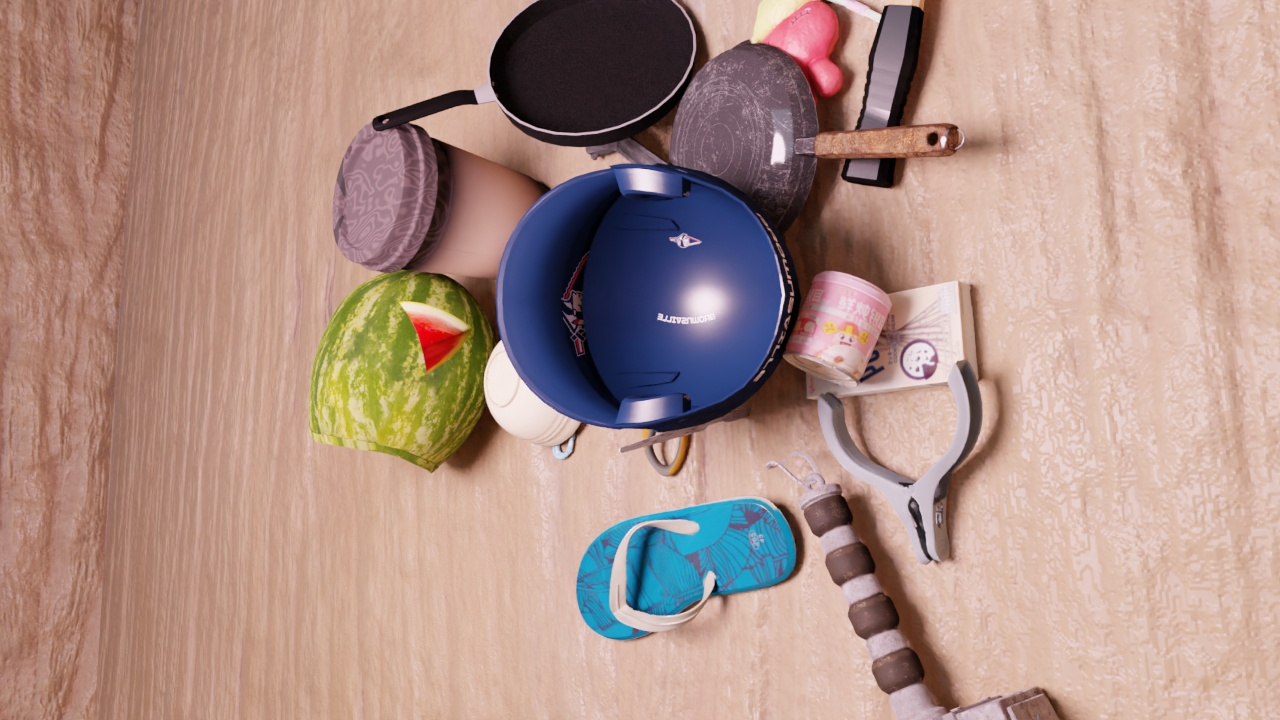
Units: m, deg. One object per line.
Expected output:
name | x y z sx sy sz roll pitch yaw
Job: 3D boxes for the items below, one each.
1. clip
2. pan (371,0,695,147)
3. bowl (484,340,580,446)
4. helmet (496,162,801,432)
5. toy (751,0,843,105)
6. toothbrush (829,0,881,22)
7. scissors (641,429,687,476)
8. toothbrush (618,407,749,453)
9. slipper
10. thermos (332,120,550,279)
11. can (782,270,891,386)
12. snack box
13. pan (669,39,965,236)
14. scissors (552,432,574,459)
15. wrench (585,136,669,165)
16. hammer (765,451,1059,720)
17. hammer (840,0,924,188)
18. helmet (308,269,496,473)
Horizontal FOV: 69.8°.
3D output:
clip | 0.217 0.060 0.736 0.164 0.032 0.166 42 123 32
pan | -0.114 -0.301 0.987 0.356 0.034 0.225 -19 61 -1
bowl | -0.133 0.024 1.069 0.151 0.075 0.150 -8 80 46
helmet | 0.004 -0.054 0.818 0.272 0.223 0.232 0 93 7
toy | 0.147 -0.294 0.863 0.092 0.045 0.135 -31 65 43
toothbrush | 0.183 -0.338 0.854 0.154 0.015 0.022 48 115 39
scissors | -0.005 0.006 0.954 0.230 0.016 0.225 4 95 21
toothbrush | 0.044 0.062 0.826 0.010 0.181 0.010 -14 88 41
slipper | 0.022 0.206 0.904 0.296 0.060 0.118 -28 75 38
thermos | -0.224 -0.176 1.094 0.173 0.225 0.172 -8 79 45
can | 0.161 -0.026 0.749 0.067 0.067 0.076 18 81 45
snack box | 0.207 -0.014 0.779 0.150 0.026 0.082 -11 78 43
pan | 0.132 -0.192 0.825 0.357 0.040 0.208 14 105 55
scissors | -0.094 0.045 1.088 0.140 0.011 0.134 26 106 45
wrench | -0.004 -0.221 0.987 0.073 0.018 0.273 -64 34 18
hammer | 0.190 0.212 0.729 0.177 0.079 0.326 -40 58 34
hammer | 0.227 -0.313 0.777 0.131 0.039 0.328 15 100 29
helmet | -0.290 0.003 1.144 0.244 0.213 0.246 -14 59 63
